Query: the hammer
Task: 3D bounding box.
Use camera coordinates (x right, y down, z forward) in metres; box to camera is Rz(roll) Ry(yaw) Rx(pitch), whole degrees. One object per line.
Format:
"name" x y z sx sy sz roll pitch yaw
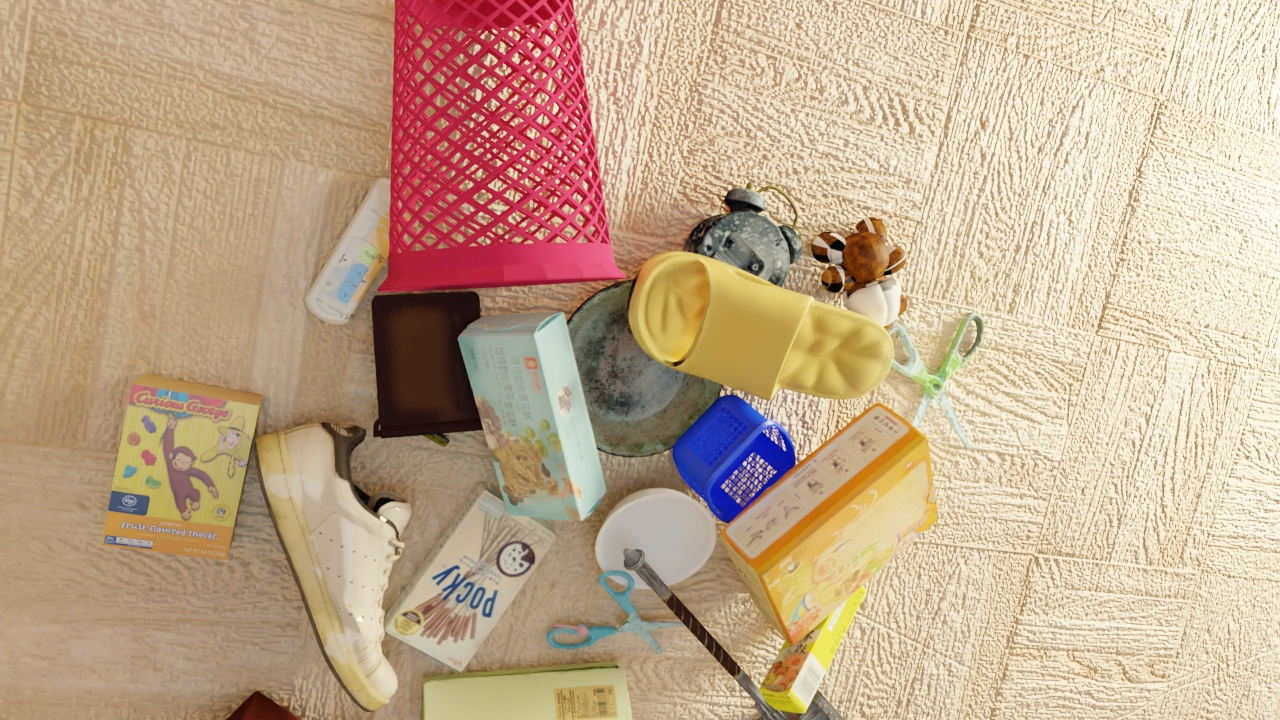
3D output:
"hammer" 0.077 0.281 0.872 0.098 0.044 0.322 -41 115 -6

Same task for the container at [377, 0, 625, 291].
"container" -0.109 -0.169 0.681 0.183 0.183 0.226 -5 94 -17

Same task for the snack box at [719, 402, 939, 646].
"snack box" 0.176 0.149 0.855 0.195 0.080 0.145 -37 137 -11

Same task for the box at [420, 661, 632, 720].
"box" -0.104 0.314 0.834 0.187 0.089 0.077 1 81 -16

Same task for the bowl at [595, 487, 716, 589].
"bowl" 0.011 0.153 0.837 0.110 0.040 0.110 -5 121 -8

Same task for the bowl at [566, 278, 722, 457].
"bowl" -0.005 0.005 0.809 0.157 0.038 0.157 -3 102 -17

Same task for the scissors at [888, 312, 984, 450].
"scissors" 0.290 0.024 0.925 0.168 0.023 0.171 25 90 -26

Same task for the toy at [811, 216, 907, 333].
"toy" 0.210 -0.069 0.856 0.087 0.067 0.113 -20 115 -13

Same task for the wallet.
"wallet" -0.174 0.003 0.749 0.091 0.018 0.115 -4 92 -17

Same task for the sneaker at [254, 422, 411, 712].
"sneaker" -0.229 0.160 0.748 0.102 0.089 0.241 -20 101 -19

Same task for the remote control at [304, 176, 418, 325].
"remote control" -0.223 -0.087 0.733 0.038 0.018 0.125 31 88 -21

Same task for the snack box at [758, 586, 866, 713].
"snack box" 0.167 0.267 0.881 0.029 0.040 0.147 52 54 -17

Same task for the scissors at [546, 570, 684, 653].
"scissors" -0.017 0.234 0.851 0.136 0.015 0.126 -1 123 -19

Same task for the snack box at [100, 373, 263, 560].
"snack box" -0.353 0.083 0.712 0.088 0.040 0.126 12 97 -20

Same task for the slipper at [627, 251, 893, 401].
"slipper" 0.112 -0.014 0.774 0.263 0.078 0.100 12 112 -25

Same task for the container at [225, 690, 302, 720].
"container" -0.286 0.390 0.748 0.148 0.127 0.201 -45 100 -5

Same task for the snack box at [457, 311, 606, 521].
"snack box" -0.087 0.047 0.755 0.075 0.053 0.175 0 115 26

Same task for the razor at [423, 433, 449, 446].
"razor" -0.157 0.017 0.774 0.042 0.026 0.106 32 86 -19

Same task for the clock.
"clock" 0.092 -0.099 0.813 0.090 0.052 0.129 43 87 -20

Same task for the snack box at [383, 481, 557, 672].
"snack box" -0.149 0.191 0.807 0.082 0.026 0.150 36 88 -20

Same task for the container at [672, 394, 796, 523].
"container" 0.082 0.087 0.822 0.096 0.058 0.114 -45 146 -5
